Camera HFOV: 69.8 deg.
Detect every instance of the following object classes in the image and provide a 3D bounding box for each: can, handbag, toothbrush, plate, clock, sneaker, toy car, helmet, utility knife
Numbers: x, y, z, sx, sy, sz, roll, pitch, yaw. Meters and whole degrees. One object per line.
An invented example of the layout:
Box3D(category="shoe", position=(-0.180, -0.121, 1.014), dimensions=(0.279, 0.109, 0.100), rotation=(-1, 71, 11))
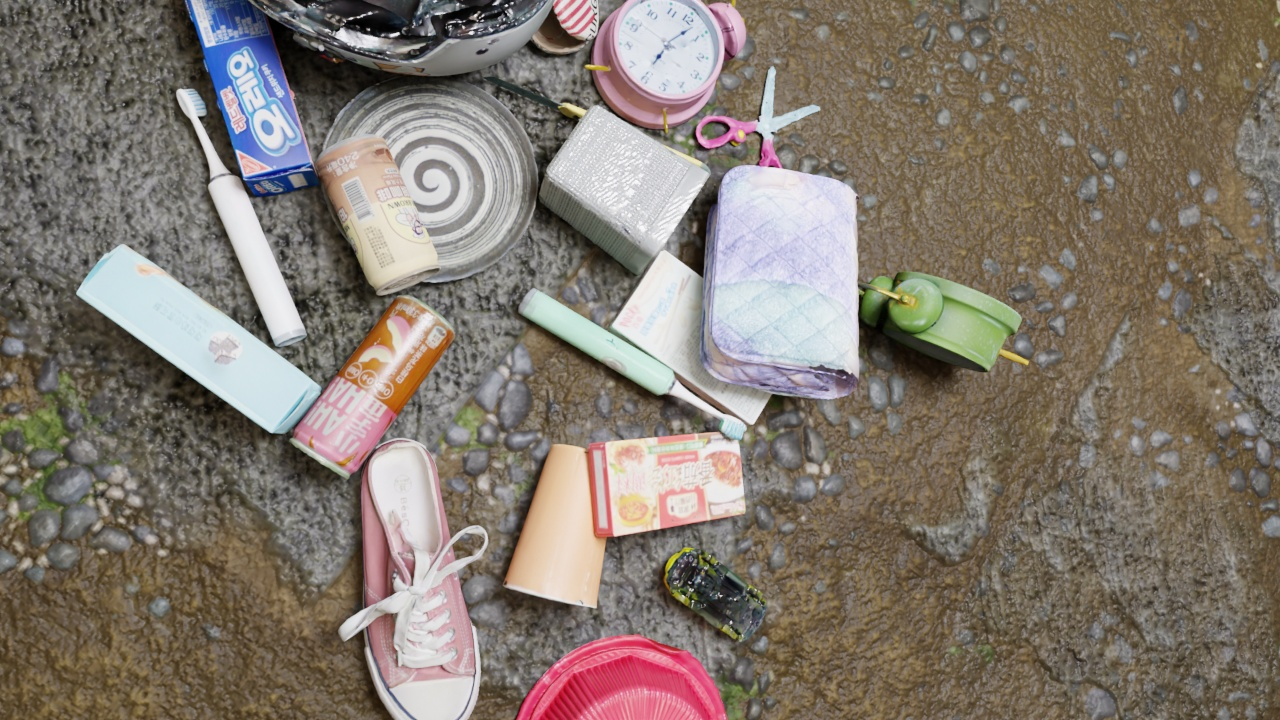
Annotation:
Box3D(category="can", position=(-0.207, -0.115, 0.726), dimensions=(0.058, 0.058, 0.116), rotation=(-25, 93, -15))
Box3D(category="handbag", position=(0.122, -0.069, 0.794), dimensions=(0.134, 0.076, 0.193), rotation=(8, 67, -4))
Box3D(category="toothbrush", position=(-0.005, 0.005, 0.794), dimensions=(0.224, 0.027, 0.027), rotation=(31, 53, -3))
Box3D(category="plate", position=(-0.178, -0.154, 0.780), dimensions=(0.179, 0.024, 0.179), rotation=(1, 86, -14))
Box3D(category="clock", position=(0.262, -0.040, 0.830), dimensions=(0.161, 0.116, 0.056), rotation=(23, 90, -13))
Box3D(category="sneaker", position=(-0.176, 0.180, 0.716), dimensions=(0.118, 0.088, 0.241), rotation=(-7, 86, -14))
Box3D(category="toy car", position=(0.064, 0.204, 0.802), dimensions=(0.105, 0.032, 0.048), rotation=(39, 77, -19))
Box3D(category="helmet", position=(-0.186, -0.327, 0.725), dimensions=(0.274, 0.157, 0.230), rotation=(10, 85, 1))
Box3D(category="toothbrush", position=(-0.324, -0.117, 0.739), dimensions=(0.026, 0.027, 0.221), rotation=(-24, 91, -54))
Box3D(category="utility knife", position=(-0.035, -0.211, 0.816), dimensions=(0.220, 0.031, 0.022), rotation=(26, 82, -8))
Box3D(category="clock", position=(0.028, -0.287, 0.822), dimensions=(0.117, 0.060, 0.158), rotation=(35, 76, -9))
Box3D(category="can", position=(-0.212, 0.020, 0.733), dimensions=(0.058, 0.058, 0.147), rotation=(36, 75, -8))

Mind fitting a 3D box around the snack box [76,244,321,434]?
Box3D(category="snack box", position=(-0.331, -0.012, 0.703), dimensions=(0.175, 0.074, 0.051), rotation=(38, 77, -8))

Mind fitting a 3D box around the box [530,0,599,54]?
Box3D(category="box", position=(-0.068, -0.355, 0.793), dimensions=(0.075, 0.083, 0.163), rotation=(-9, 85, -25))

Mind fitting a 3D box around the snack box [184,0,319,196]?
Box3D(category="snack box", position=(-0.316, -0.238, 0.735), dimensions=(0.057, 0.058, 0.207), rotation=(-18, 89, -15))

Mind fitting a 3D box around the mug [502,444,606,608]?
Box3D(category="mug", position=(-0.061, 0.135, 0.759), dimensions=(0.078, 0.078, 0.122), rotation=(16, 76, -12))

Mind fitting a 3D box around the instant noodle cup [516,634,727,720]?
Box3D(category="instant noodle cup", position=(-0.009, 0.329, 0.756), dimensions=(0.193, 0.066, 0.193), rotation=(2, 84, -13))

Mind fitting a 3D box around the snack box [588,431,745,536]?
Box3D(category="snack box", position=(0.025, 0.101, 0.772), dimensions=(0.152, 0.026, 0.075), rotation=(-1, 83, -40))

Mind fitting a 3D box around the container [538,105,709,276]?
Box3D(category="container", position=(-0.019, -0.146, 0.784), dimensions=(0.114, 0.090, 0.090), rotation=(33, 78, -6))

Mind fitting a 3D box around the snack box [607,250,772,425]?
Box3D(category="snack box", position=(0.057, -0.019, 0.821), dimensions=(0.157, 0.027, 0.084), rotation=(35, 78, -8))

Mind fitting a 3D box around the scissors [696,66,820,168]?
Box3D(category="scissors", position=(0.117, -0.211, 0.860), dimensions=(0.133, 0.017, 0.130), rotation=(-23, 89, -18))
